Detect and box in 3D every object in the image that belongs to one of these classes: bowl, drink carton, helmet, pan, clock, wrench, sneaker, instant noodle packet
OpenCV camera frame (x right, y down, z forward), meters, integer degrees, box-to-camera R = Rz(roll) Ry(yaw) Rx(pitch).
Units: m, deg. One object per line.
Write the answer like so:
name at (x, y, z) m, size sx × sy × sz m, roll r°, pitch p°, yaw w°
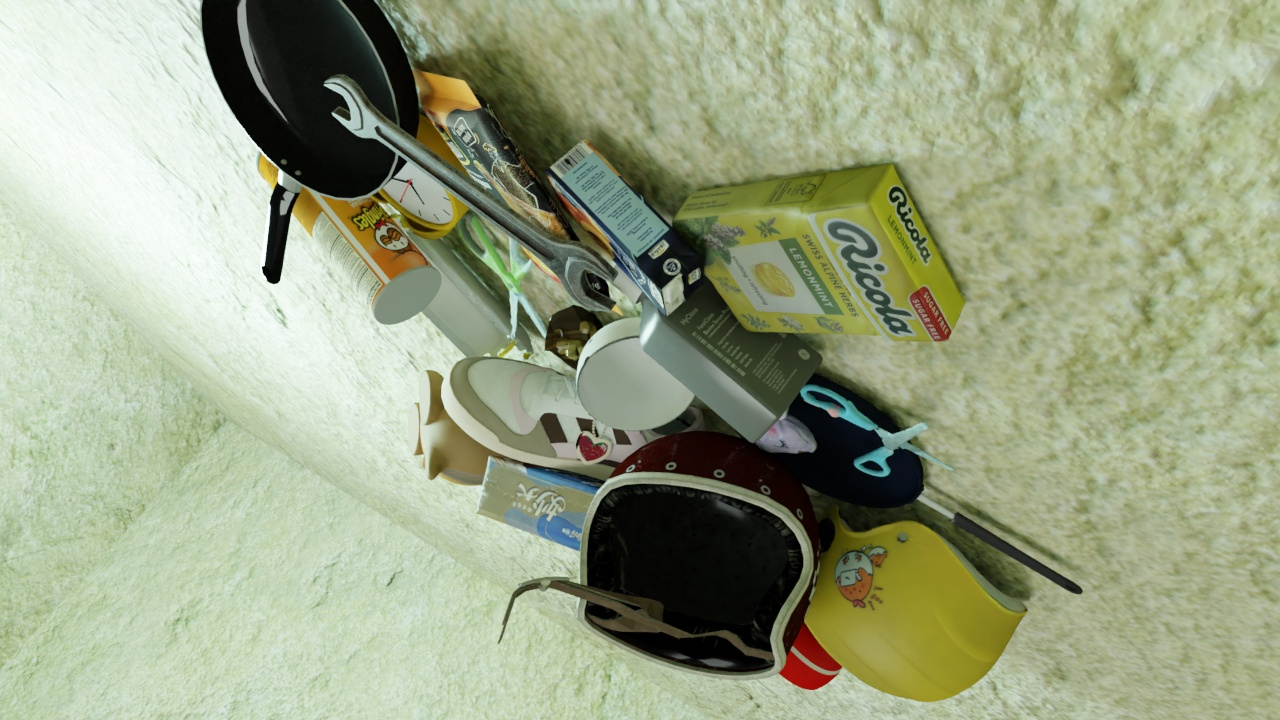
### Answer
bowl at (-0.005, 0.005, 0.862) m, size 0.113 × 0.063 × 0.114 m, roll -4°, pitch 128°, yaw -5°
drink carton at (-0.010, -0.096, 0.677) m, size 0.130 × 0.040 × 0.064 m, roll 47°, pitch 175°, yaw 14°
helmet at (0.045, 0.189, 0.850) m, size 0.234 × 0.252 × 0.234 m, roll 7°, pitch 149°, yaw 17°
pan at (0.230, 0.108, 0.824) m, size 0.356 × 0.021 × 0.199 m, roll 31°, pitch 156°, yaw 11°
clock at (-0.209, -0.168, 0.850) m, size 0.113 × 0.051 × 0.152 m, roll 40°, pitch 152°, yaw -11°
pan at (0.116, 0.204, 1.043) m, size 0.356 × 0.067 × 0.208 m, roll 55°, pitch -159°, yaw 9°
wrench at (-0.128, -0.126, 0.703) m, size 0.273 × 0.010 × 0.070 m, roll 36°, pitch 151°, yaw -3°
helmet at (0.239, 0.251, 0.912) m, size 0.209 × 0.139 × 0.240 m, roll 38°, pitch 162°, yaw -25°
sneaker at (-0.066, 0.048, 0.960) m, size 0.294 × 0.111 × 0.117 m, roll 20°, pitch 138°, yaw 1°
instant noodle packet at (-0.104, -0.138, 0.746) m, size 0.221 × 0.032 × 0.160 m, roll 56°, pitch 168°, yaw -33°
pan at (-0.296, -0.189, 0.802) m, size 0.204 × 0.043 × 0.357 m, roll 38°, pitch 138°, yaw 2°

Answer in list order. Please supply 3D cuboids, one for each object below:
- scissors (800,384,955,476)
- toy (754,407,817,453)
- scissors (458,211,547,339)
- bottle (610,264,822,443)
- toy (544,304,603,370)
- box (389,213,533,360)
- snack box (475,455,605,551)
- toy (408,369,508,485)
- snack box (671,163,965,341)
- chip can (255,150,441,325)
scissors at (0.191, 0.066, 0.757) m, size 0.135 × 0.015 × 0.136 m, roll 32°, pitch 158°, yaw 21°
toy at (0.111, 0.049, 0.797) m, size 0.099 × 0.036 × 0.080 m, roll 47°, pitch 156°, yaw -22°
scissors at (-0.133, -0.081, 0.928) m, size 0.139 × 0.028 × 0.171 m, roll 27°, pitch 140°, yaw 17°
bottle at (0.051, -0.023, 0.727) m, size 0.174 × 0.083 × 0.046 m, roll 40°, pitch 141°, yaw 5°
toy at (-0.046, -0.020, 0.911) m, size 0.100 × 0.062 × 0.076 m, roll 2°, pitch 120°, yaw 29°
box at (-0.212, -0.067, 1.000) m, size 0.209 × 0.080 × 0.079 m, roll 50°, pitch -170°, yaw -30°
snack box at (-0.060, 0.163, 1.045) m, size 0.155 × 0.069 × 0.202 m, roll 13°, pitch 178°, yaw 31°
toy at (-0.169, 0.074, 1.122) m, size 0.203 × 0.162 × 0.199 m, roll 2°, pitch 143°, yaw -25°
snack box at (0.112, -0.067, 0.624) m, size 0.181 × 0.045 × 0.121 m, roll 5°, pitch 142°, yaw 49°
chip can at (-0.289, -0.136, 0.904) m, size 0.215 × 0.075 × 0.075 m, roll 48°, pitch 161°, yaw 18°
